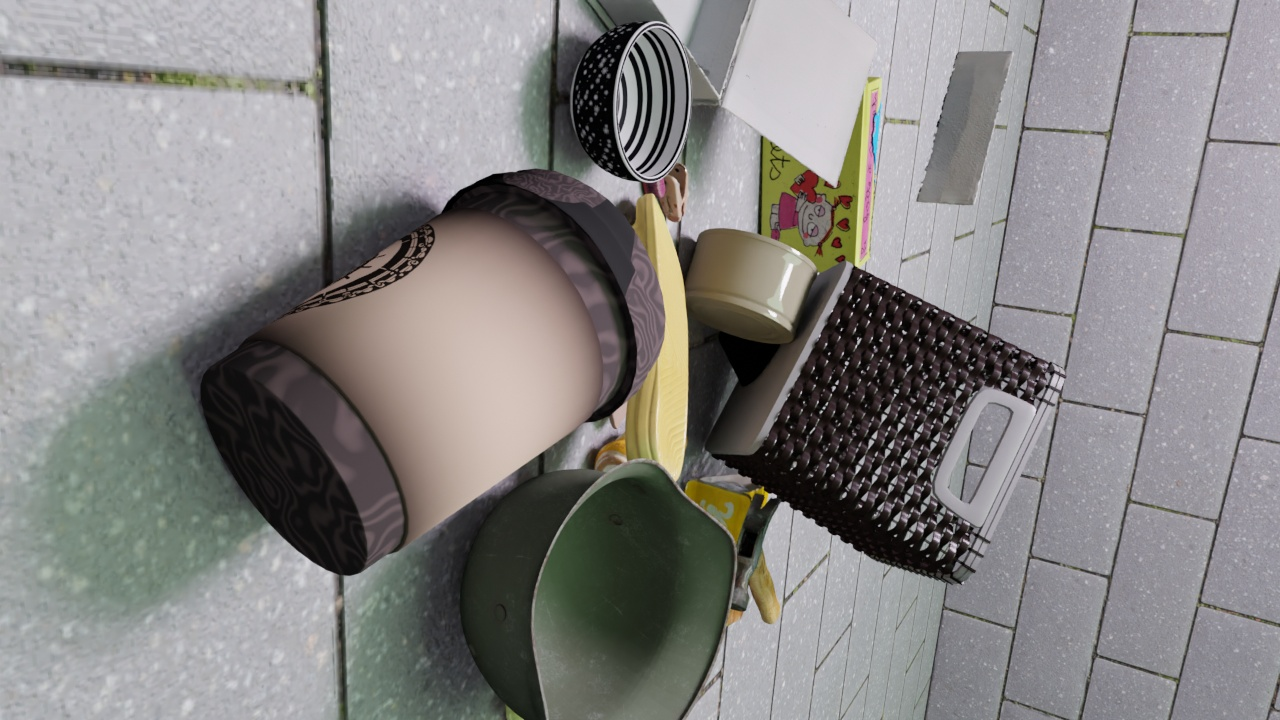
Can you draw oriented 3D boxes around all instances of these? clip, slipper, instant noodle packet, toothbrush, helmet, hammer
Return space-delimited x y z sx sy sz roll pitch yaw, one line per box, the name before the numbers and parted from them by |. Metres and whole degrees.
clip | 0.029 -0.154 0.868 0.045 0.025 0.061 -50 145 -41
slipper | -0.005 -0.017 0.799 0.099 0.078 0.263 46 40 -59
instant noodle packet | 0.111 0.224 1.121 0.221 0.084 0.163 9 93 -67
toothbrush | 0.025 -0.096 0.891 0.016 0.016 0.190 -51 141 -42
helmet | -0.051 0.182 0.717 0.226 0.154 0.268 -37 134 -41
hammer | 0.141 0.257 1.072 0.331 0.033 0.132 67 38 -61

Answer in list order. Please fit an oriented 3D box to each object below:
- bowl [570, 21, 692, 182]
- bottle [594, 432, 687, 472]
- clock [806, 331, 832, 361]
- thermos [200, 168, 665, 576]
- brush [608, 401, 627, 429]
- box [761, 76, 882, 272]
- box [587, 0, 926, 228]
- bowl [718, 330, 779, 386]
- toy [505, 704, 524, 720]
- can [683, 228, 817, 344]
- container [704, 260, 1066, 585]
bowl | -0.016 -0.204 0.723 0.119 0.066 0.120 -31 127 -53
bottle | 0.004 0.093 0.878 0.108 0.063 0.063 -31 127 -53
clock | 0.205 -0.043 1.169 0.057 0.083 0.118 -9 109 -53
thermos | -0.115 0.003 0.535 0.225 0.173 0.173 -39 134 -40
brush | -0.005 0.005 0.883 0.135 0.015 0.050 -57 147 -43
box | 0.208 -0.218 1.066 0.079 0.124 0.221 -40 135 -52
box | 0.117 -0.286 0.855 0.418 0.108 0.166 29 75 -45
bowl | 0.124 -0.038 1.031 0.124 0.052 0.124 -60 -175 8
toy | -0.079 0.300 0.826 0.091 0.045 0.135 -60 141 -26
can | 0.108 -0.073 0.933 0.127 0.128 0.073 36 71 -59
container | 0.244 0.062 0.994 0.247 0.243 0.246 -61 -175 -9
